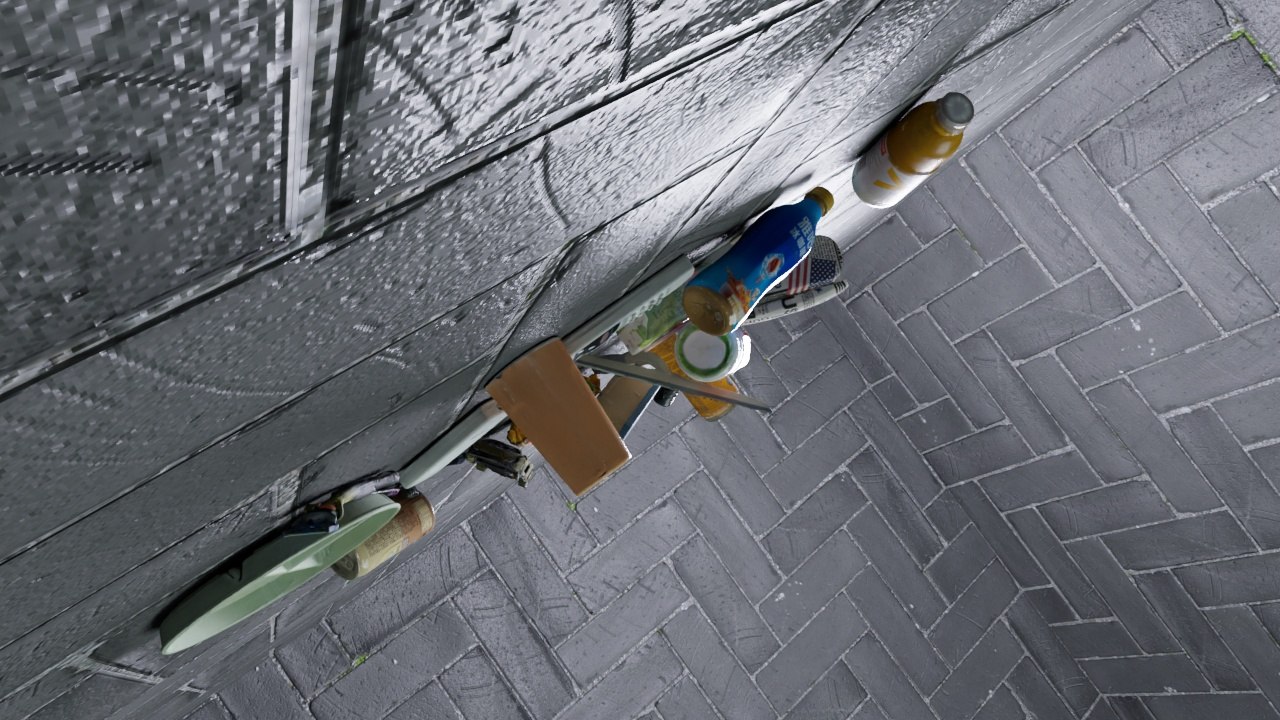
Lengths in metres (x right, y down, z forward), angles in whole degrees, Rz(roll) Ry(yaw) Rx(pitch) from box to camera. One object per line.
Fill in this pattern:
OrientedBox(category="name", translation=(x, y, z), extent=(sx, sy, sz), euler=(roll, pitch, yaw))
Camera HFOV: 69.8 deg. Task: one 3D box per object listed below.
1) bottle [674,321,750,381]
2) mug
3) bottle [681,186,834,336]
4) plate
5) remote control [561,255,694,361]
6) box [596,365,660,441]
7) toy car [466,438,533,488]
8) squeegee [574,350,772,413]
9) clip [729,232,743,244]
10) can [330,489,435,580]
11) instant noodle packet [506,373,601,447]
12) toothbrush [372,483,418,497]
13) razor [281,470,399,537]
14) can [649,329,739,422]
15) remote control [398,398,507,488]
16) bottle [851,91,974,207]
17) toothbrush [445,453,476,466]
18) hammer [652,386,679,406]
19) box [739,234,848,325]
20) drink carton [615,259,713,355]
OrientedBox(category="bottle", translation=(0.090, -0.015, 1.030), extent=(0.068, 0.068, 0.196), euler=(-37, 173, 13))
OrientedBox(category="mug", translation=(-0.066, 0.051, 0.786), extent=(0.078, 0.123, 0.078), euler=(-36, 177, -2))
OrientedBox(category="bottle", translation=(0.129, -0.111, 0.934), extent=(0.218, 0.065, 0.065), euler=(-44, -179, -29))
OrientedBox(category="plate", translation=(-0.322, 0.186, 0.826), extent=(0.230, 0.027, 0.230), euler=(-34, 174, -4))
OrientedBox(category="remote control", translation=(-0.014, -0.045, 0.854), extent=(0.150, 0.021, 0.058), euler=(-36, 176, -8))
OrientedBox(category="box", translation=(-0.032, 0.069, 1.185), extent=(0.090, 0.062, 0.183), euler=(-58, 179, 29))
OrientedBox(category="toy car", translation=(-0.168, 0.122, 1.117), extent=(0.158, 0.070, 0.042), euler=(99, 12, -79))
OrientedBox(category="squeegee", translation=(-0.006, 0.006, 1.074), extent=(0.247, 0.246, 0.039), euler=(8, -96, 67))
OrientedBox(category="clip", translation=(0.126, -0.123, 1.020), extent=(0.035, 0.072, 0.100), euler=(-36, -178, 22))
OrientedBox(category="can", translation=(-0.284, 0.188, 1.007), extent=(0.059, 0.058, 0.116), euler=(-39, 175, 38))
OrientedBox(category="instant noodle packet", translation=(-0.107, 0.062, 1.175), extent=(0.128, 0.044, 0.110), euler=(-37, 180, 3))
OrientedBox(category="toothbrush", translation=(-0.258, 0.136, 0.935), extent=(0.014, 0.018, 0.189), euler=(-34, 175, 0))
OrientedBox(category="razor", translation=(-0.239, 0.113, 0.763), extent=(0.043, 0.022, 0.142), euler=(-6, -171, 15))
OrientedBox(category="can", translation=(0.060, 0.004, 1.119), extent=(0.058, 0.146, 0.058), euler=(-35, -164, 12))
OrientedBox(category="remote control", translation=(-0.180, 0.079, 0.893), extent=(0.135, 0.019, 0.056), euler=(-38, 176, 26))
OrientedBox(category="bottle", translation=(0.297, -0.230, 1.002), extent=(0.068, 0.068, 0.190), euler=(-35, 176, -18))
OrientedBox(category="toothbrush", translation=(-0.219, 0.121, 1.097), extent=(0.014, 0.016, 0.189), euler=(-44, 175, 1))
OrientedBox(category="hammer", translation=(0.104, -0.052, 1.220), extent=(0.302, 0.033, 0.128), euler=(-55, 164, 30))
OrientedBox(category="box", translation=(0.161, -0.094, 1.095), extent=(0.162, 0.086, 0.075), euler=(-14, -177, 11))
OrientedBox(category="drink carton", translation=(0.034, -0.054, 0.976), extent=(0.122, 0.045, 0.054), euler=(-34, 177, -26))
